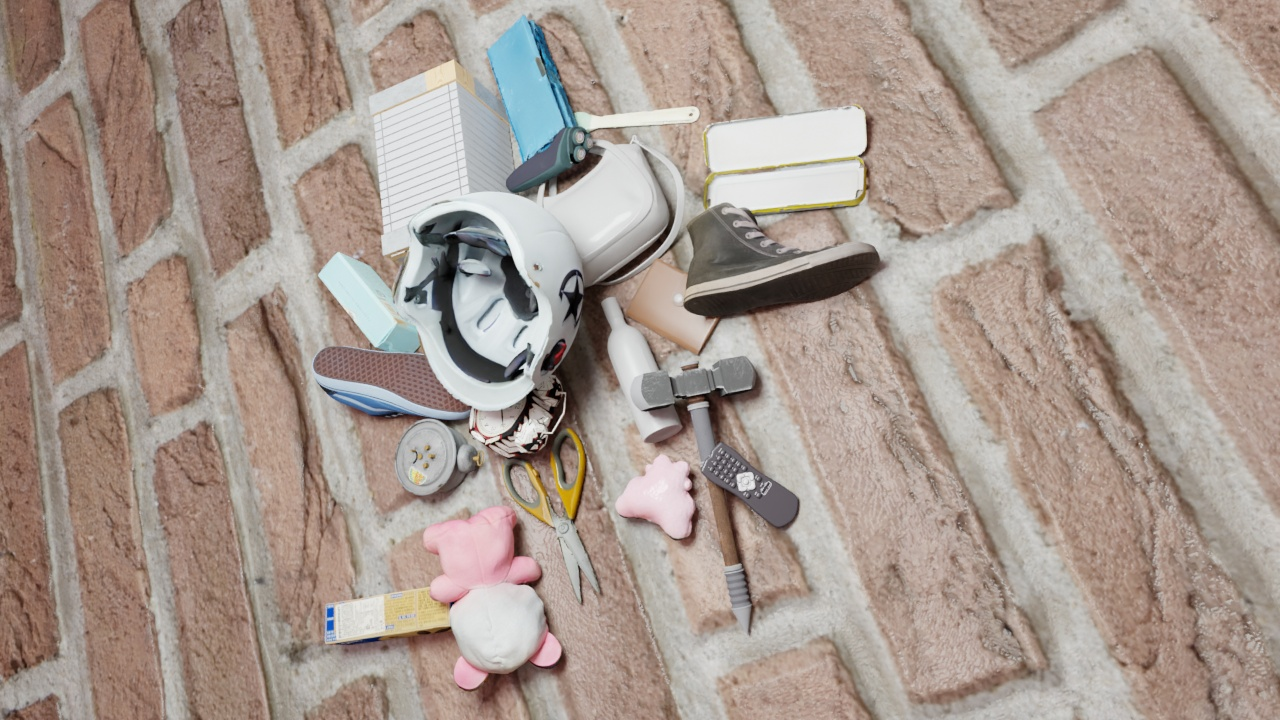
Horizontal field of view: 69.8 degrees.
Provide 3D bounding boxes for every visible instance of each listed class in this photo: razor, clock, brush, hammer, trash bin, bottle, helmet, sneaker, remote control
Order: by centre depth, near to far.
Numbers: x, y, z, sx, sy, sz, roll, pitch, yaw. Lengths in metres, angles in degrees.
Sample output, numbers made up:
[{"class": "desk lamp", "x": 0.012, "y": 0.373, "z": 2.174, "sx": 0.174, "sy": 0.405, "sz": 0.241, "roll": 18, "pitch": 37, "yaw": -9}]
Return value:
[{"class": "remote control", "x": 0.129, "y": 0.146, "z": 1.066, "sx": 0.124, "sy": 0.009, "sz": 0.046, "roll": 36, "pitch": 79, "yaw": -3}, {"class": "hammer", "x": 0.091, "y": 0.159, "z": 1.082, "sx": 0.156, "sy": 0.043, "sz": 0.322, "roll": -10, "pitch": 82, "yaw": -11}, {"class": "sneaker", "x": 0.164, "y": -0.133, "z": 1.107, "sx": 0.235, "sy": 0.095, "sz": 0.119, "roll": -11, "pitch": 68, "yaw": 23}, {"class": "helmet", "x": -0.167, "y": -0.080, "z": 1.136, "sx": 0.237, "sy": 0.163, "sz": 0.264, "roll": 21, "pitch": 121, "yaw": 28}, {"class": "bottle", "x": -0.007, "y": 0.007, "z": 1.167, "sx": 0.052, "sy": 0.052, "sz": 0.195, "roll": -28, "pitch": 69, "yaw": 15}, {"class": "clock", "x": -0.149, "y": 0.072, "z": 1.198, "sx": 0.155, "sy": 0.065, "sz": 0.114, "roll": -2, "pitch": 61, "yaw": 40}, {"class": "clock", "x": -0.273, "y": 0.134, "z": 1.253, "sx": 0.148, "sy": 0.056, "sz": 0.103, "roll": -3, "pitch": 77, "yaw": 25}, {"class": "razor", "x": -0.128, "y": -0.271, "z": 1.255, "sx": 0.143, "sy": 0.047, "sz": 0.052, "roll": -24, "pitch": 70, "yaw": 29}, {"class": "brush", "x": -0.021, "y": -0.334, "z": 1.275, "sx": 0.218, "sy": 0.012, "sz": 0.033, "roll": 1, "pitch": 79, "yaw": 23}, {"class": "trash bin", "x": -0.269, "y": -0.257, "z": 1.292, "sx": 0.143, "sy": 0.142, "sz": 0.246, "roll": -16, "pitch": 72, "yaw": 20}, {"class": "sneaker", "x": -0.340, "y": 0.043, "z": 1.305, "sx": 0.241, "sy": 0.098, "sz": 0.083, "roll": 12, "pitch": 58, "yaw": 6}]

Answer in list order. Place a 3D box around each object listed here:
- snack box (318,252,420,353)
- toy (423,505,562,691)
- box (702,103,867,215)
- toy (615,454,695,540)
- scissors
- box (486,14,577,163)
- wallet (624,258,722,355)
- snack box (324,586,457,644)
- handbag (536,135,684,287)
[{"class": "snack box", "x": -0.392, "y": -0.081, "z": 1.344, "sx": 0.053, "sy": 0.075, "sz": 0.174, "roll": -47, "pitch": 65, "yaw": 8}, {"class": "toy", "x": -0.190, "y": 0.295, "z": 1.148, "sx": 0.142, "sy": 0.084, "sz": 0.213, "roll": -14, "pitch": 82, "yaw": -11}, {"class": "box", "x": 0.178, "y": -0.248, "z": 1.154, "sx": 0.210, "sy": 0.038, "sz": 0.129, "roll": -2, "pitch": 86, "yaw": 24}, {"class": "toy", "x": 0.024, "y": 0.162, "z": 1.118, "sx": 0.102, "sy": 0.050, "sz": 0.093, "roll": 17, "pitch": 82, "yaw": 22}, {"class": "scissors", "x": -0.114, "y": 0.204, "z": 1.189, "sx": 0.162, "sy": 0.016, "sz": 0.225, "roll": -15, "pitch": 72, "yaw": 20}, {"class": "box", "x": -0.160, "y": -0.388, "z": 1.316, "sx": 0.093, "sy": 0.048, "sz": 0.231, "roll": -27, "pitch": 63, "yaw": 16}, {"class": "wallet", "x": 0.047, "y": -0.071, "z": 1.182, "sx": 0.121, "sy": 0.013, "sz": 0.087, "roll": 30, "pitch": 91, "yaw": 25}, {"class": "snack box", "x": -0.325, "y": 0.342, "z": 1.229, "sx": 0.207, "sy": 0.057, "sz": 0.056, "roll": -14, "pitch": 69, "yaw": 21}, {"class": "handbag", "x": -0.055, "y": -0.223, "z": 1.243, "sx": 0.216, "sy": 0.095, "sz": 0.222, "roll": -35, "pitch": 54, "yaw": 12}]
